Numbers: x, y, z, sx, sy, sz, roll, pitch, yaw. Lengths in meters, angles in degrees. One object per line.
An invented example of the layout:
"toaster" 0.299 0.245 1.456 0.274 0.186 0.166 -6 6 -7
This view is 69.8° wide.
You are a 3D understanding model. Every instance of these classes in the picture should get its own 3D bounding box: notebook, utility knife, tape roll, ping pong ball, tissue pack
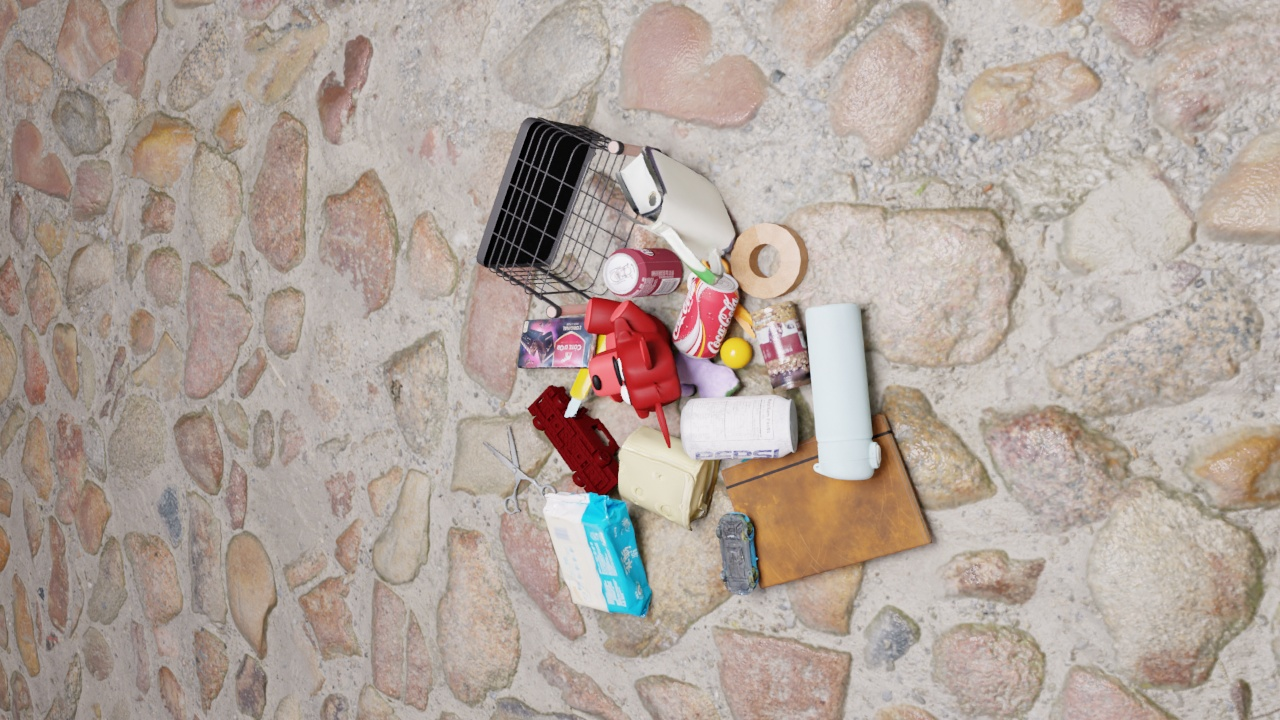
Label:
"notebook" 0.216 0.175 1.153 0.250 0.014 0.178 -25 78 31
"utility knife" -0.067 -0.001 1.280 0.030 0.017 0.175 20 81 36
"tape roll" 0.161 -0.125 1.152 0.094 0.027 0.094 4 98 30
"ping pong ball" 0.123 -0.010 1.182 0.040 0.040 0.040 4 98 30
"tissue pack" -0.061 0.265 1.280 0.117 0.065 0.209 1 121 32

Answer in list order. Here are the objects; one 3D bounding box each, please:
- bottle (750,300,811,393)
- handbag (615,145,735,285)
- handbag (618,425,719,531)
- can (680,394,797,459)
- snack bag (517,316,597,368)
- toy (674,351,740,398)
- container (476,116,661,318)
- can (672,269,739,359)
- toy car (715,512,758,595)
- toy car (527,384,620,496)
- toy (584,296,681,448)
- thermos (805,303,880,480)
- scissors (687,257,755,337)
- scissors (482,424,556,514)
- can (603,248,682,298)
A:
"bottle" 0.177 -0.017 1.140 0.056 0.056 0.105 -18 86 31
"handbag" 0.049 -0.159 1.120 0.074 0.151 0.175 -37 58 29
"handbag" 0.037 0.159 1.233 0.119 0.081 0.111 19 118 25
"can" 0.124 0.084 1.151 0.136 0.078 0.078 -3 95 18
"snack bag" -0.119 -0.024 1.313 0.155 0.018 0.074 -1 78 42
"toy" 0.083 0.028 1.215 0.100 0.036 0.080 41 125 23
"container" -0.091 -0.193 1.215 0.130 0.162 0.242 32 111 24
"can" 0.084 -0.059 1.173 0.064 0.064 0.105 34 125 23
"toy car" 0.127 0.248 1.184 0.048 0.032 0.105 -8 89 33
"toy car" -0.084 0.115 1.309 0.070 0.061 0.170 -45 74 27
"toy" -0.007 0.007 1.176 0.120 0.197 0.158 -14 114 -6
"thermos" 0.238 0.039 1.089 0.078 0.065 0.206 -7 84 24
"scissors" 0.110 -0.074 1.199 0.074 0.012 0.131 -40 77 32
"scissors" -0.178 0.176 1.402 0.172 0.014 0.142 17 108 27
"can" 0.004 -0.115 1.197 0.063 0.114 0.063 4 98 30
